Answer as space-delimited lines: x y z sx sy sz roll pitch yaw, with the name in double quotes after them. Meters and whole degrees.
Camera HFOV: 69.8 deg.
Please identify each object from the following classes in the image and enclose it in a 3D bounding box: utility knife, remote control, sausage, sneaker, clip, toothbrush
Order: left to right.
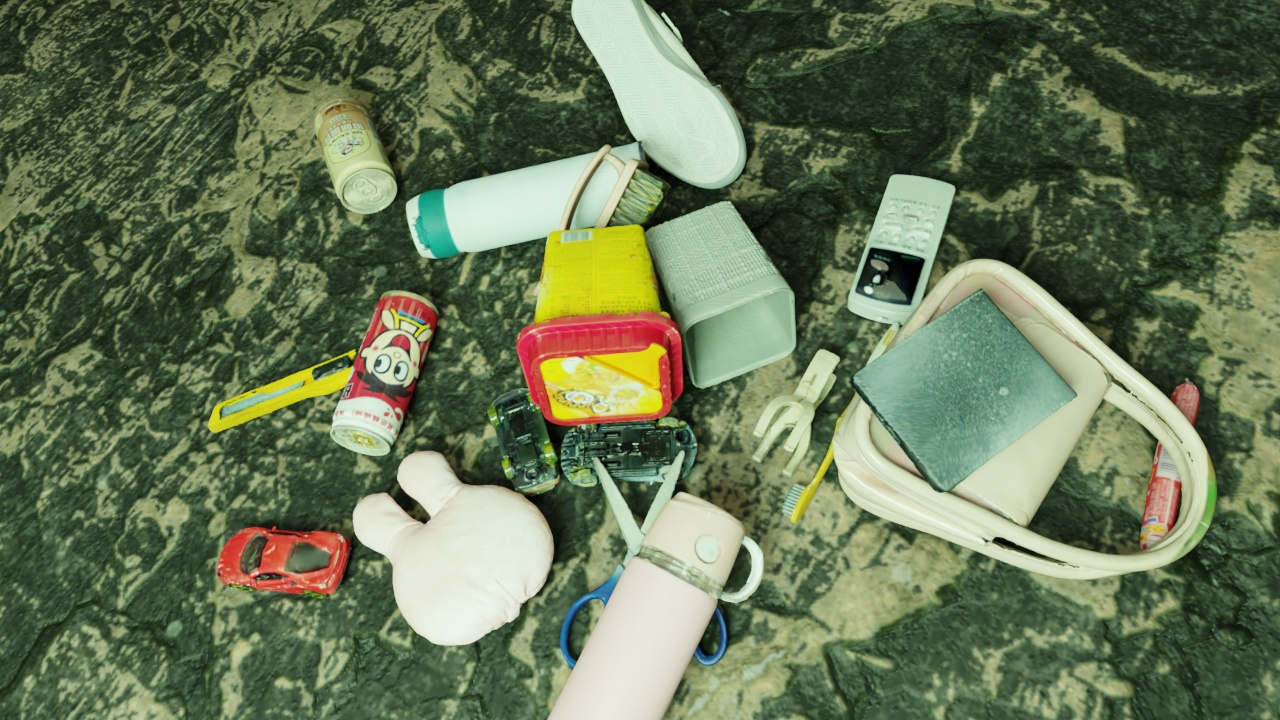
-0.301 0.025 0.795 0.153 0.015 0.033 -22 55 -4 "utility knife"
0.025 -0.260 0.886 0.090 0.090 0.242 -38 75 20 "sneaker"
0.119 0.031 0.686 0.035 0.084 0.104 26 77 23 "clip"
0.156 0.043 0.704 0.018 0.016 0.191 20 64 30 "toothbrush"
0.221 -0.097 0.774 0.058 0.021 0.149 15 61 18 "remote control"
0.369 0.077 0.642 0.020 0.020 0.155 18 64 20 "sausage"

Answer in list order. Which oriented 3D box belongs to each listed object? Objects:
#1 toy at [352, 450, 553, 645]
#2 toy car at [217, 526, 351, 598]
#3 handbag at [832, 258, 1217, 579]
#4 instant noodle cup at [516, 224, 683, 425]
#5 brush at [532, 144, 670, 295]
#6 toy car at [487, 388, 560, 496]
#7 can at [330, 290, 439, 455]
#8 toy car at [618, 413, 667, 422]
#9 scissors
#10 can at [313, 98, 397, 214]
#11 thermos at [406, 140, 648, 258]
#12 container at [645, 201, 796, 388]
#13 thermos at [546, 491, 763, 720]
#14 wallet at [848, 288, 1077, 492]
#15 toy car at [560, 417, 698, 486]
-0.139 0.133 0.676 0.159 0.054 0.121 37 73 29 "toy"
-0.276 0.153 0.704 0.106 0.031 0.049 1 58 13 "toy car"
0.273 0.055 0.640 0.234 0.093 0.193 32 69 21 "handbag"
-0.029 -0.030 0.690 0.116 0.116 0.123 -5 55 2 "instant noodle cup"
-0.035 -0.104 0.775 0.073 0.063 0.146 29 104 2 "brush"
-0.091 0.063 0.722 0.042 0.035 0.090 -19 57 -4 "toy car"
-0.213 0.010 0.766 0.053 0.053 0.132 5 59 13 "can"
-0.004 0.004 0.746 0.048 0.032 0.105 -8 59 5 "toy car"
0.000 0.149 0.652 0.162 0.012 0.175 38 80 19 "scissors"
-0.283 -0.203 0.908 0.058 0.058 0.116 -24 58 -5 "can"
-0.101 -0.143 0.836 0.224 0.073 0.073 -12 57 3 "thermos"
0.060 -0.057 0.740 0.090 0.090 0.114 -21 55 -4 "container"
0.010 0.189 0.599 0.087 0.067 0.198 34 73 -14 "thermos"
0.214 0.018 0.610 0.120 0.019 0.097 -32 72 -12 "wallet"
-0.008 0.072 0.704 0.105 0.031 0.048 -3 61 6 "toy car"
